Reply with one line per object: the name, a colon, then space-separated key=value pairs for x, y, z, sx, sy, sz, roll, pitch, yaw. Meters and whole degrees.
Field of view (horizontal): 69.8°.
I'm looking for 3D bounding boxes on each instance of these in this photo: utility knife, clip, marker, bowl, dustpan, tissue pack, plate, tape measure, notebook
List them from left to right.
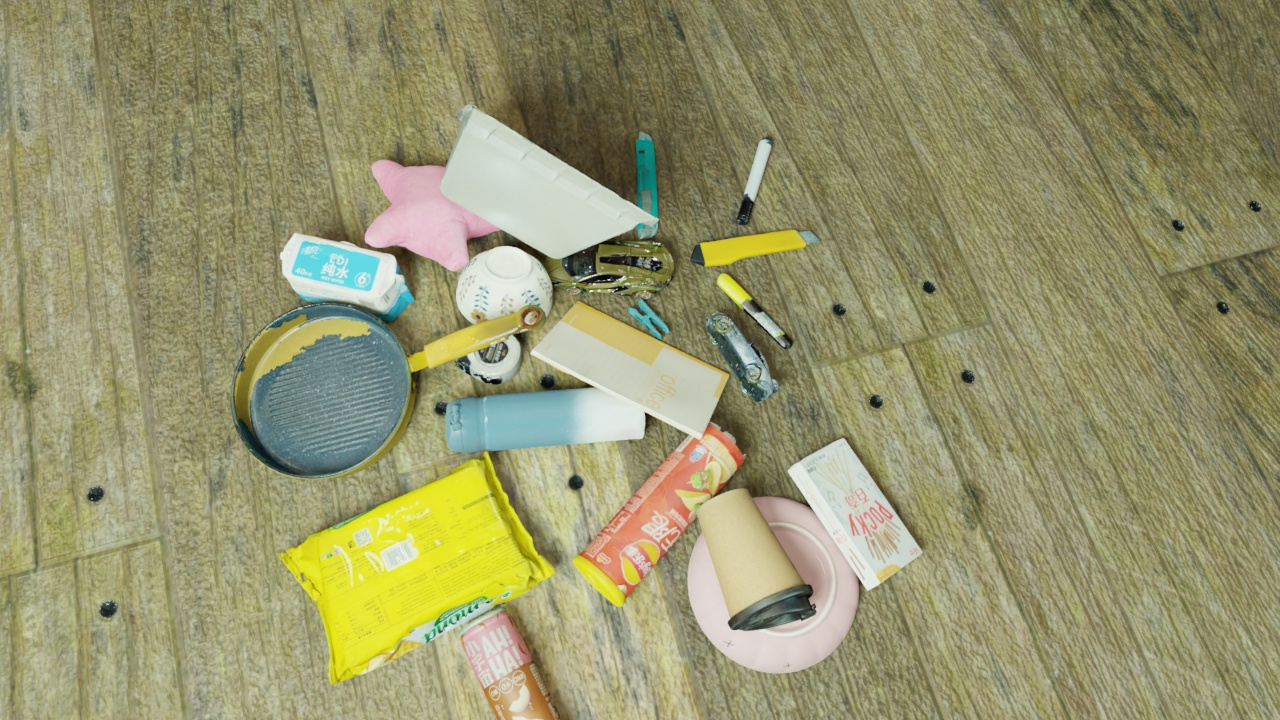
tissue pack: x=-0.334 y=-0.096 z=1.051 sx=0.140 sy=0.090 sz=0.063 roll=13 pitch=74 yaw=0
tape measure: x=-0.171 y=-0.006 z=1.064 sx=0.066 sy=0.034 sz=0.065 roll=28 pitch=70 yaw=8
bowl: x=-0.156 y=-0.092 z=1.065 sx=0.113 sy=0.062 sz=0.113 roll=5 pitch=51 yaw=-7
dustpan: x=-0.110 y=-0.225 z=1.030 sx=0.222 sy=0.258 sz=0.142 roll=28 pitch=66 yaw=-21
notebook: x=-0.006 y=0.006 z=1.045 sx=0.206 sy=0.010 sz=0.145 roll=27 pitch=32 yaw=5
utility knife: x=0.007 y=-0.225 z=1.174 sx=0.029 sy=0.013 sz=0.160 roll=0 pitch=70 yaw=-7
clip: x=0.011 y=-0.050 z=1.109 sx=0.046 sy=0.014 sz=0.057 roll=-39 pitch=79 yaw=-19
marker: x=0.140 y=-0.059 z=1.126 sx=0.018 sy=0.015 sz=0.124 roll=-42 pitch=82 yaw=-17
utility knife: x=0.144 y=-0.142 z=1.156 sx=0.173 sy=0.015 sz=0.033 roll=-9 pitch=77 yaw=-10
marker: x=0.148 y=-0.233 z=1.187 sx=0.018 sy=0.023 sz=0.130 roll=16 pitch=70 yaw=6
plate: x=0.149 y=0.240 z=1.001 sx=0.192 sy=0.039 sz=0.192 roll=2 pitch=70 yaw=-5

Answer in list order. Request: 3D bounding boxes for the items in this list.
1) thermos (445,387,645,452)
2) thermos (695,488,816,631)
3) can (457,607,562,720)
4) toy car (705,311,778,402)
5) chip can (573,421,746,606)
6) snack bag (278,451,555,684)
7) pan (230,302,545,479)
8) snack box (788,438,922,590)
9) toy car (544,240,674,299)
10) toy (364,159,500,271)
thermos: x=-0.107 y=0.065 z=1.026 sx=0.220 sy=0.070 sz=0.070 roll=-4 pitch=70 yaw=-9
thermos: x=0.114 y=0.208 z=0.945 sx=0.093 sy=0.093 sz=0.143 roll=-18 pitch=64 yaw=-12
can: x=-0.129 y=0.329 z=0.931 sx=0.057 sy=0.058 sz=0.147 roll=-27 pitch=74 yaw=-15
toy car: x=0.118 y=-0.006 z=1.082 sx=0.036 sy=0.054 sz=0.120 roll=-31 pitch=74 yaw=-13
chip can: x=0.022 y=0.163 z=1.001 sx=0.073 sy=0.073 sz=0.216 roll=40 pitch=71 yaw=9
snack bag: x=-0.234 y=0.210 z=0.960 sx=0.246 sy=0.068 sz=0.158 roll=-25 pitch=74 yaw=-13
pan: x=-0.271 y=0.008 z=0.996 sx=0.357 sy=0.078 sz=0.197 roll=-16 pitch=76 yaw=-2
snack box: x=0.240 y=0.169 z=1.028 sx=0.084 sy=0.027 sz=0.156 roll=-21 pitch=70 yaw=-38
toy car: x=-0.039 y=-0.114 z=1.115 sx=0.158 sy=0.042 sz=0.070 roll=0 pitch=69 yaw=-3
toy: x=-0.232 y=-0.173 z=1.086 sx=0.178 sy=0.075 sz=0.194 roll=2 pitch=47 yaw=-16
